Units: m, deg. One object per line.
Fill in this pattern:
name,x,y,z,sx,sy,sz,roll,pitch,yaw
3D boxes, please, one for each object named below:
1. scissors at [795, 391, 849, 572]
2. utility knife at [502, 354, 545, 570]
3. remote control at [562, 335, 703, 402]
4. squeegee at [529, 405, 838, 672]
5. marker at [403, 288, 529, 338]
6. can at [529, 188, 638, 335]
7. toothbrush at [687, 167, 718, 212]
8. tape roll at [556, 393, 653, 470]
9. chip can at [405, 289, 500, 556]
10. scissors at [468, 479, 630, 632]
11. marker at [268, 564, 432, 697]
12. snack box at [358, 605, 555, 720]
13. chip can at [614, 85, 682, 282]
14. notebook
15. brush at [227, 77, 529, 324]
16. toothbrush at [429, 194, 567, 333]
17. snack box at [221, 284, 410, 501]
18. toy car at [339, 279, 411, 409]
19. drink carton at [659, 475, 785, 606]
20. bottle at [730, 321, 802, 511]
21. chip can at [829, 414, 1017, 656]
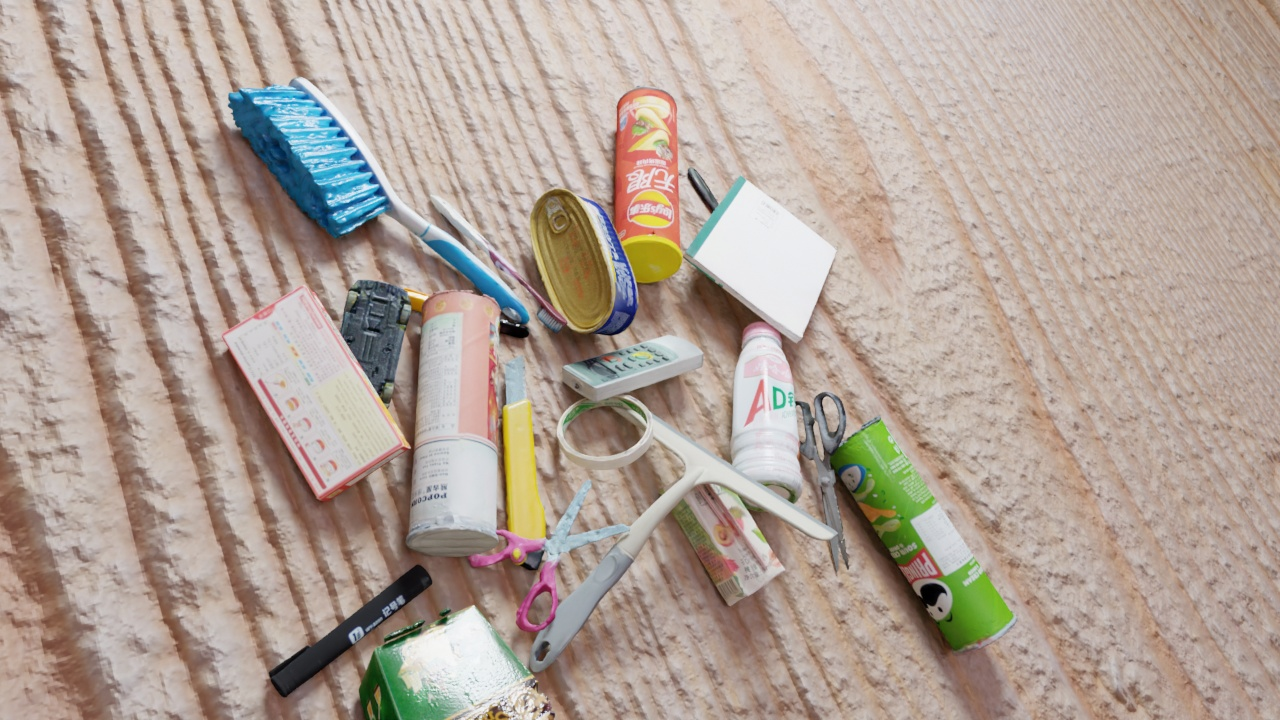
scissors,0.189,0.115,0.904,0.014,0.141,0.173,6,35,-43
utility knife,-0.103,0.085,0.796,0.033,0.015,0.196,5,64,-25
remote control,-0.005,0.005,0.873,0.134,0.019,0.056,-17,31,-33
squeegee,-0.008,0.156,0.762,0.246,0.039,0.246,32,63,27
marker,-0.160,-0.042,0.836,0.123,0.018,0.015,16,49,-20
can,-0.054,-0.093,0.879,0.049,0.075,0.148,6,58,-58
toothbrush,0.104,-0.148,1.037,0.015,0.018,0.181,-24,75,-32
tape roll,-0.031,0.063,0.820,0.086,0.014,0.085,-3,41,3
chip can,-0.152,0.048,0.758,0.071,0.071,0.214,9,59,-24
scissors,-0.071,0.159,0.741,0.133,0.017,0.124,-13,66,-4
marker,-0.211,0.197,0.677,0.022,0.020,0.131,31,48,28
snack box,-0.136,0.245,0.642,0.118,0.118,0.105,-15,60,-36
chip can,0.008,-0.190,0.973,0.073,0.073,0.216,14,58,-21
notebook,0.140,-0.119,1.015,0.150,0.012,0.208,37,40,-3
brush,-0.233,-0.135,0.831,0.314,0.061,0.109,51,49,2
toothbrush,-0.138,-0.093,0.869,0.187,0.017,0.016,44,18,11
snack box,-0.255,0.025,0.722,0.077,0.027,0.155,-33,81,-6
toy car,-0.228,-0.010,0.772,0.054,0.037,0.120,13,68,-19
drink carton,0.074,0.154,0.834,0.053,0.046,0.122,-23,76,-34
bottle,0.121,0.048,0.906,0.068,0.068,0.196,18,52,-19
chip can,0.276,0.171,0.915,0.072,0.072,0.236,-24,77,-35
